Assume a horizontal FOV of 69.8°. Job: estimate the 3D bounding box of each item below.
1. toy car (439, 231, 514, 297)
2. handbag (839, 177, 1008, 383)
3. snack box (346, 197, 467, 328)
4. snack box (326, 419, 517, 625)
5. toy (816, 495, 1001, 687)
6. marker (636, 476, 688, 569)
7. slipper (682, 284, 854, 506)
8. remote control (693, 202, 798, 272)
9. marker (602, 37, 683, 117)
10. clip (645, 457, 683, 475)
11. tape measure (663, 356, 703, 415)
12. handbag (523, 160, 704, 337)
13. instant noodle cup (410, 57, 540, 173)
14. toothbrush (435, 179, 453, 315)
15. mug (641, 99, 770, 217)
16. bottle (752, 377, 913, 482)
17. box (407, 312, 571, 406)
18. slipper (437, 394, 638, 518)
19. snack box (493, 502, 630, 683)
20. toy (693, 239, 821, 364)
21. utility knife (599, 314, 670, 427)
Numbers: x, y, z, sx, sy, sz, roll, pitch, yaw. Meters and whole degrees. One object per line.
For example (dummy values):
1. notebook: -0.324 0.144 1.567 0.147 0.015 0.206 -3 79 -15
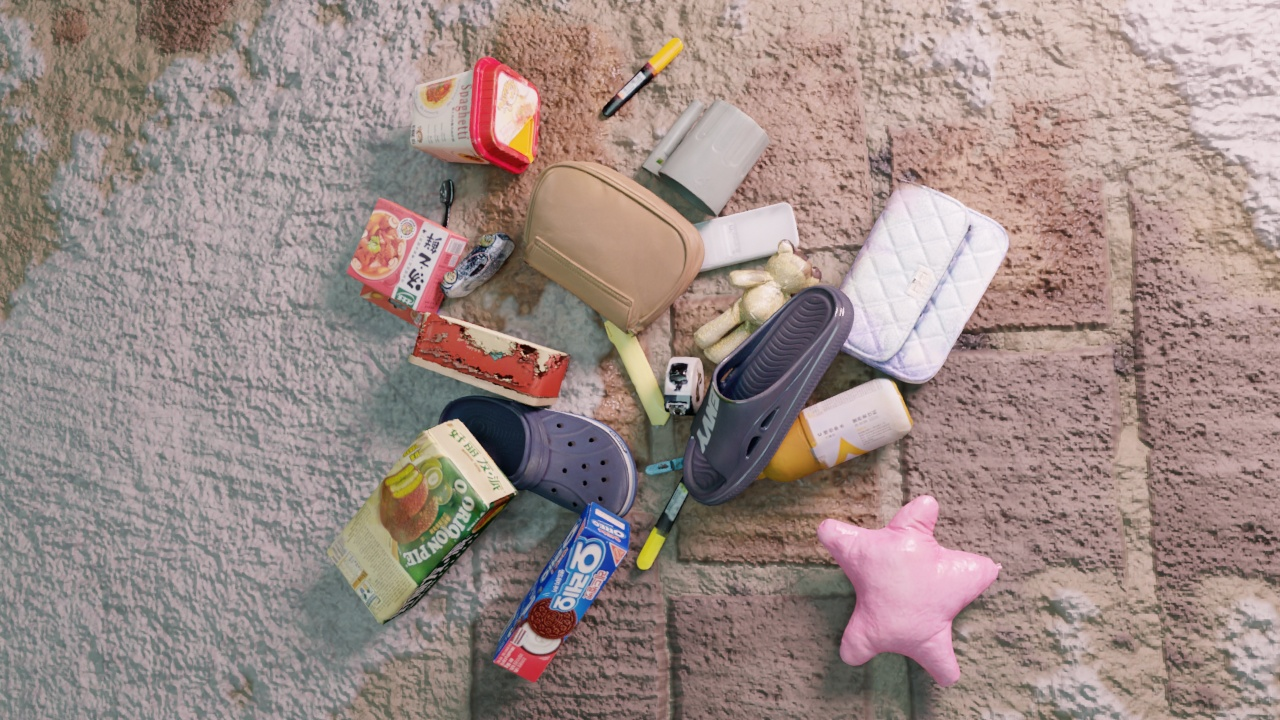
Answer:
1. toy car: -0.194 -0.111 1.097 0.106 0.049 0.031 -42 76 8
2. handbag: 0.288 -0.081 0.966 0.134 0.075 0.194 29 91 16
3. snack box: -0.288 -0.115 1.113 0.113 0.044 0.127 27 97 17
4. snack box: -0.252 0.185 1.039 0.114 0.063 0.241 48 118 12
5. toy: 0.283 0.240 0.943 0.179 0.074 0.194 -13 86 9
6. marker: 0.030 0.180 1.038 0.018 0.015 0.124 28 89 13
7. slipper: 0.112 0.025 0.960 0.268 0.083 0.110 -55 35 9
8. remote control: 0.109 -0.138 1.041 0.136 0.020 0.056 -13 83 12
9. marker: 0.002 -0.334 1.087 0.124 0.015 0.018 -42 76 10
10. clip: 0.033 0.119 1.039 0.055 0.038 0.013 -12 83 2
11. tape measure: 0.049 0.029 1.018 0.034 0.065 0.066 2 87 16
12. handbag: -0.033 -0.132 1.037 0.204 0.099 0.148 36 110 13
13. instant noodle cup: -0.198 -0.285 1.086 0.124 0.116 0.116 2 86 26
14. toothbrush: -0.246 -0.131 1.128 0.014 0.016 0.189 4 88 23
15. mug: 0.070 -0.235 1.036 0.103 0.083 0.124 -52 52 3
16. bottle: 0.191 0.082 0.979 0.190 0.068 0.068 -25 80 13
17. box: -0.172 -0.010 1.061 0.168 0.091 0.079 18 93 14
18. slipper: -0.122 0.100 1.041 0.253 0.095 0.105 20 93 16
19. snack box: -0.087 0.255 1.007 0.058 0.057 0.208 31 107 -8
20. toy: 0.126 -0.061 1.016 0.157 0.066 0.105 -44 110 10
21. utility knife: -0.006 0.006 1.060 0.031 0.018 0.151 -26 78 14
